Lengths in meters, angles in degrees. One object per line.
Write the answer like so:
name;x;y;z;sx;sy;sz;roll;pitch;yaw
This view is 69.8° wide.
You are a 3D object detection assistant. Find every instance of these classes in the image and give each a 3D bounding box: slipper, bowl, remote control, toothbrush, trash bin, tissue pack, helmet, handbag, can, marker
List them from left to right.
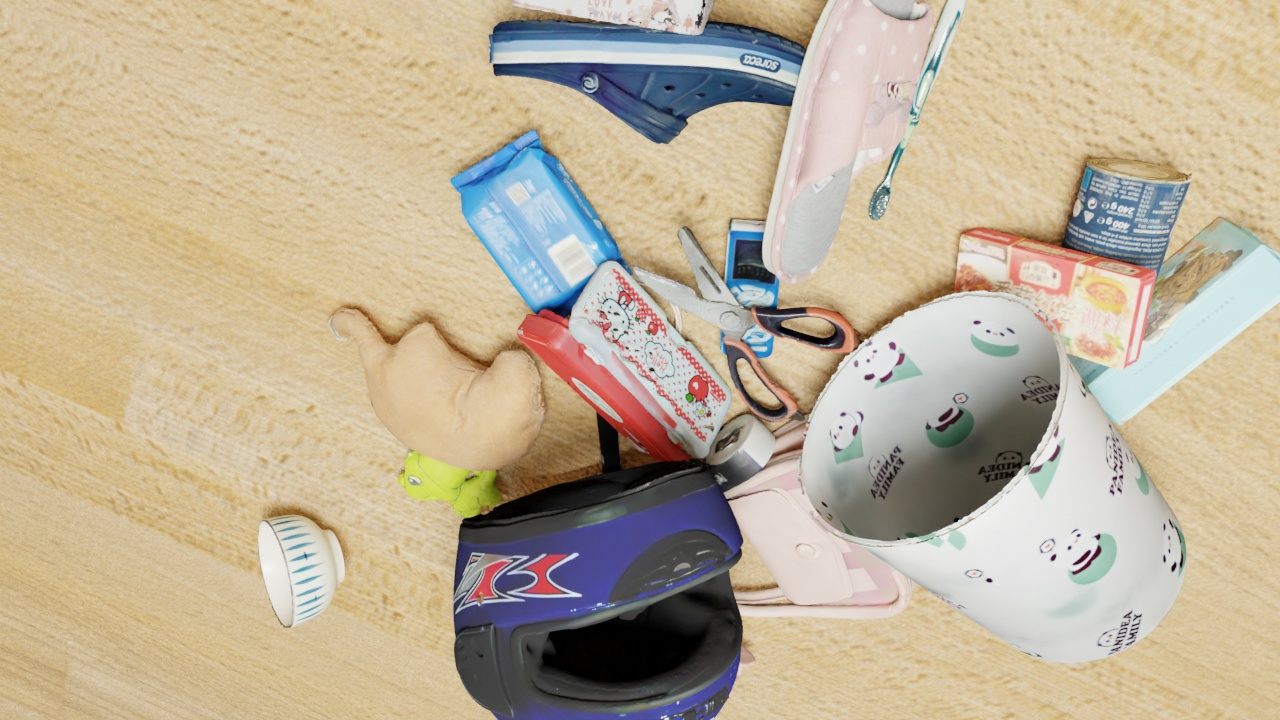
bowl;-0.355;0.217;0.972;0.066;0.116;0.117;-12;123;-36
tissue pack;-0.086;-0.115;0.798;0.095;0.052;0.157;-30;108;17
helmet;-0.025;0.223;0.790;0.316;0.246;0.240;-21;86;60
marker;-0.028;0.099;0.909;0.022;0.020;0.132;-3;115;4
slipper;0.005;-0.215;0.708;0.253;0.105;0.095;6;112;6
remote control;0.098;-0.062;0.813;0.049;0.024;0.125;5;117;5
handbag;0.133;0.175;0.897;0.235;0.093;0.193;-24;109;25
slipper;0.163;-0.179;0.707;0.054;0.114;0.275;37;125;34
toothbrush;0.221;-0.200;0.734;0.016;0.018;0.192;16;116;-1
trash bin;0.297;0.108;0.750;0.230;0.229;0.252;-40;118;22
can;0.379;-0.100;0.729;0.075;0.075;0.111;7;115;4

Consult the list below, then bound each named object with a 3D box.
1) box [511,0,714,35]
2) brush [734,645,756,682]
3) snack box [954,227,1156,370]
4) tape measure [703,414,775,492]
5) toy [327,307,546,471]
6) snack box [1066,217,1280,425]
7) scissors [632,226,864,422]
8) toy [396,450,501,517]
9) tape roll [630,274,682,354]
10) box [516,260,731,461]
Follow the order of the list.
box;-0.012;-0.337;0.614;0.154;0.182;0.185;11;119;2
brush;0.049;0.295;0.968;0.145;0.063;0.073;35;125;-10
snack box;0.323;-0.052;0.731;0.025;0.153;0.075;-21;121;-31
tape measure;0.092;0.083;0.855;0.033;0.065;0.066;42;125;-16
toy;-0.200;0.028;0.871;0.226;0.082;0.144;18;111;2
snack box;0.434;-0.032;0.754;0.051;0.074;0.175;38;114;-11
scissors;0.096;-0.026;0.805;0.226;0.015;0.189;6;124;2
toy;-0.195;0.122;0.936;0.097;0.031;0.100;-32;112;20
tape roll;-0.004;-0.037;0.845;0.086;0.013;0.086;3;115;6
box;-0.003;0.004;0.822;0.101;0.095;0.201;-52;124;-13
